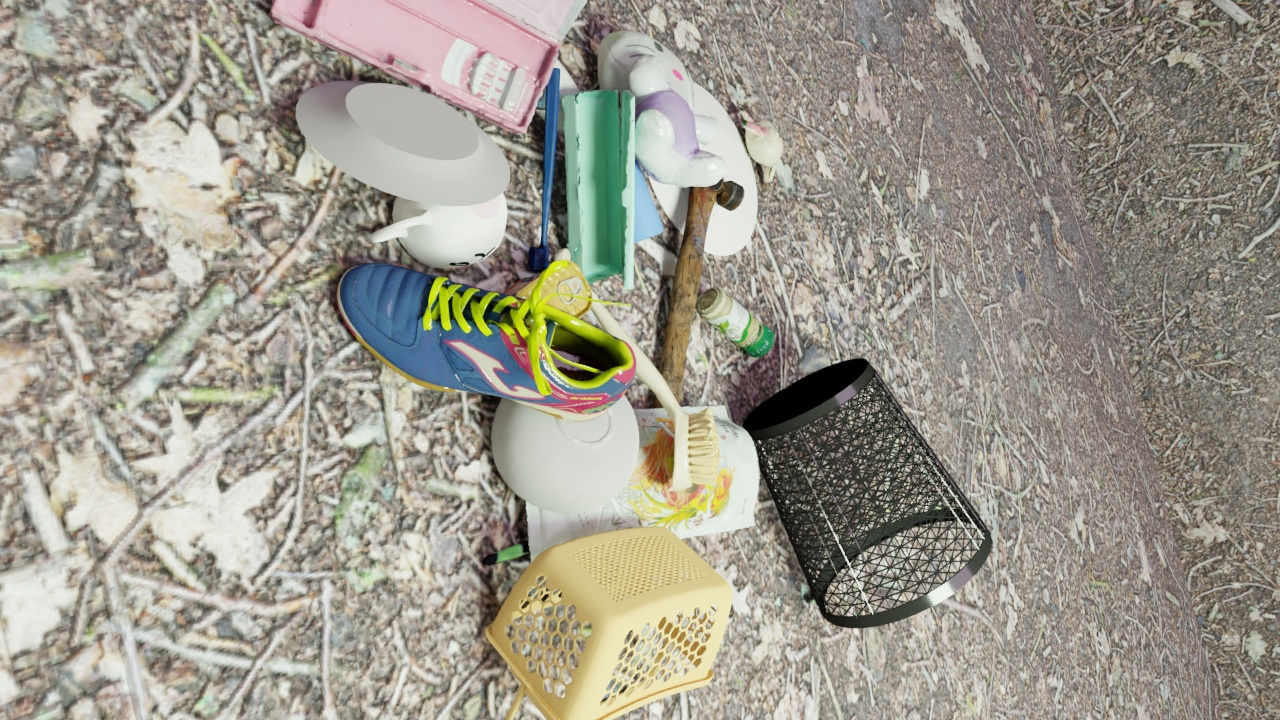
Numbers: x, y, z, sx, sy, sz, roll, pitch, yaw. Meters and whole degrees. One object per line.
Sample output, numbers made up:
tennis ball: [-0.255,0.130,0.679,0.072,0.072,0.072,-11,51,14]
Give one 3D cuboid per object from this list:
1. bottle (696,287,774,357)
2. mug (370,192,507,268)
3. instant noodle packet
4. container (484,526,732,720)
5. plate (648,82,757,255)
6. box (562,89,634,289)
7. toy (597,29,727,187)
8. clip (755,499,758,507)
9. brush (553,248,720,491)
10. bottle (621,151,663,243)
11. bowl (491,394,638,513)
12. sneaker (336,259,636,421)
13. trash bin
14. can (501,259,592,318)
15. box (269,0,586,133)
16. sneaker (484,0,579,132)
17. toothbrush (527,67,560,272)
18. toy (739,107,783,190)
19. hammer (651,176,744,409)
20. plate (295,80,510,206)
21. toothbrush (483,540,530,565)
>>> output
bottle: [0.113,-0.046,1.087,0.110,0.043,0.042,35,54,-36]
mug: [-0.167,-0.119,0.764,0.123,0.076,0.090,-29,100,-49]
instant noodle packet: [0.001,0.110,0.884,0.268,0.057,0.146,-1,69,-39]
container: [-0.031,0.241,0.781,0.183,0.129,0.167,-1,120,-48]
plate: [0.087,-0.244,1.129,0.229,0.030,0.229,18,65,-45]
box: [-0.020,-0.165,0.893,0.077,0.079,0.189,-26,122,-51]
toy: [0.020,-0.267,0.986,0.137,0.086,0.209,25,35,-36]
clip: [0.113,0.151,1.041,0.057,0.022,0.035,55,47,-19]
brush: [-0.005,0.005,0.872,0.077,0.062,0.272,-31,81,-8]
bottle: [-0.020,-0.190,0.976,0.047,0.048,0.131,-29,100,-49]
bowl: [-0.059,0.062,0.803,0.131,0.065,0.131,13,59,-23]
sneaker: [-0.117,-0.030,0.726,0.241,0.091,0.116,20,62,-13]
trash bin: [0.249,0.143,1.066,0.216,0.218,0.243,-37,100,-48]
can: [-0.096,-0.047,0.835,0.099,0.059,0.054,-44,111,-46]
box: [-0.164,-0.310,0.760,0.232,0.180,0.055,21,19,-32]
sneaker: [-0.147,-0.287,0.858,0.079,0.087,0.235,-52,127,-4]
toothbrush: [-0.090,-0.177,0.862,0.017,0.016,0.190,-6,107,-41]
toy: [0.162,-0.282,1.206,0.112,0.050,0.087,55,14,-26]
hammer: [0.042,-0.075,1.010,0.120,0.033,0.329,22,66,-29]
plate: [-0.184,-0.184,0.735,0.172,0.019,0.172,19,36,-15]
toothbrush: [-0.067,0.158,0.837,0.187,0.017,0.014,-9,76,-48]
